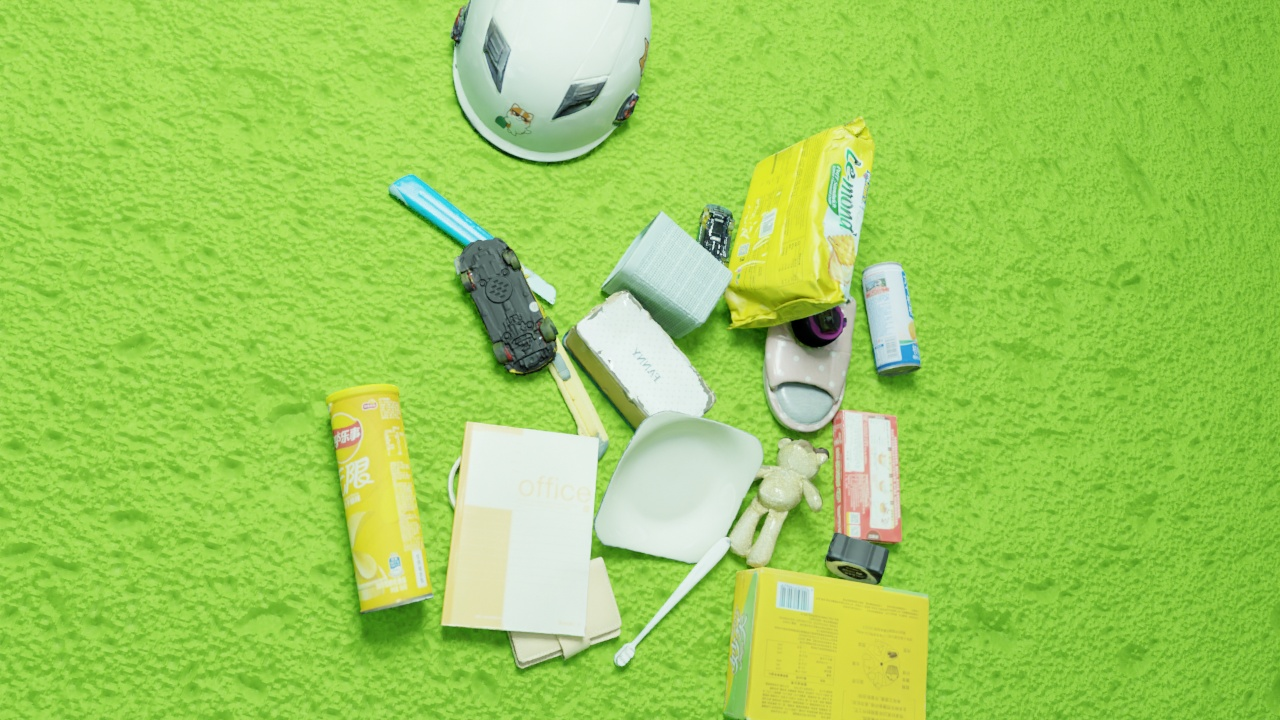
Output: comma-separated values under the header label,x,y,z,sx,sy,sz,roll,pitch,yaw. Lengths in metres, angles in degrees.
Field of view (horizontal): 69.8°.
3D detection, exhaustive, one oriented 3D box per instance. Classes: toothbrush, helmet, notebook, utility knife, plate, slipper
label,x,y,z,sx,sy,sz,roll,pitch,yaw
toothbrush,0.036,0.254,0.972,0.016,0.016,0.179,47,72,-3
helmet,-0.089,-0.378,1.041,0.230,0.157,0.273,26,69,-9
notebook,-0.119,0.171,0.938,0.145,0.010,0.206,9,71,-14
utility knife,-0.089,0.010,1.013,0.030,0.022,0.216,-25,79,-25
plate,0.038,0.131,0.974,0.164,0.034,0.164,19,103,-28
utility knife,-0.181,-0.133,1.017,0.218,0.018,0.034,37,66,-4
slipper,0.205,-0.048,1.098,0.114,0.055,0.274,13,71,-14

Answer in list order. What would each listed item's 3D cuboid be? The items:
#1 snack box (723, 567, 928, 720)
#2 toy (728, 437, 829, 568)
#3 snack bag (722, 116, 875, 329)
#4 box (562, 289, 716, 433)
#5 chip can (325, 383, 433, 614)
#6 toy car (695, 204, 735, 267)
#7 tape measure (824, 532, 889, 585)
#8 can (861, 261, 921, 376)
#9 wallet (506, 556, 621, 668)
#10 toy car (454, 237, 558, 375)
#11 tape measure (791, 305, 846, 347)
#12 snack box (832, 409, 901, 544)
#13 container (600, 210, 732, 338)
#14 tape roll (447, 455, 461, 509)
label,x,y,z,sx,sy,sz,roll,pitch,yaw
snack box,0.201,0.317,0.986,0.210,0.070,0.157,12,72,-15
toy,0.153,0.158,1.026,0.105,0.066,0.157,20,67,34
snack bag,0.176,-0.154,1.054,0.068,0.158,0.246,29,63,-30
box,-0.006,0.006,1.014,0.089,0.062,0.184,-37,86,-24
chip can,-0.253,0.133,0.892,0.072,0.072,0.213,-10,78,-20
toy car,0.085,-0.141,1.095,0.043,0.036,0.091,15,71,-15
tape measure,0.241,0.224,1.028,0.066,0.066,0.033,18,64,16
can,0.309,-0.051,1.133,0.053,0.053,0.134,-1,75,-18
wallet,-0.080,0.260,0.938,0.115,0.024,0.087,-14,81,-22
toy car,-0.142,-0.060,0.991,0.071,0.041,0.156,-27,87,-1
tape measure,0.203,-0.045,1.045,0.057,0.039,0.058,-7,80,-19
snack box,0.267,0.137,1.082,0.075,0.026,0.152,7,73,-17
container,0.032,-0.092,1.038,0.111,0.090,0.089,36,67,-9
tape roll,-0.157,0.130,0.954,0.085,0.014,0.085,5,73,-17
